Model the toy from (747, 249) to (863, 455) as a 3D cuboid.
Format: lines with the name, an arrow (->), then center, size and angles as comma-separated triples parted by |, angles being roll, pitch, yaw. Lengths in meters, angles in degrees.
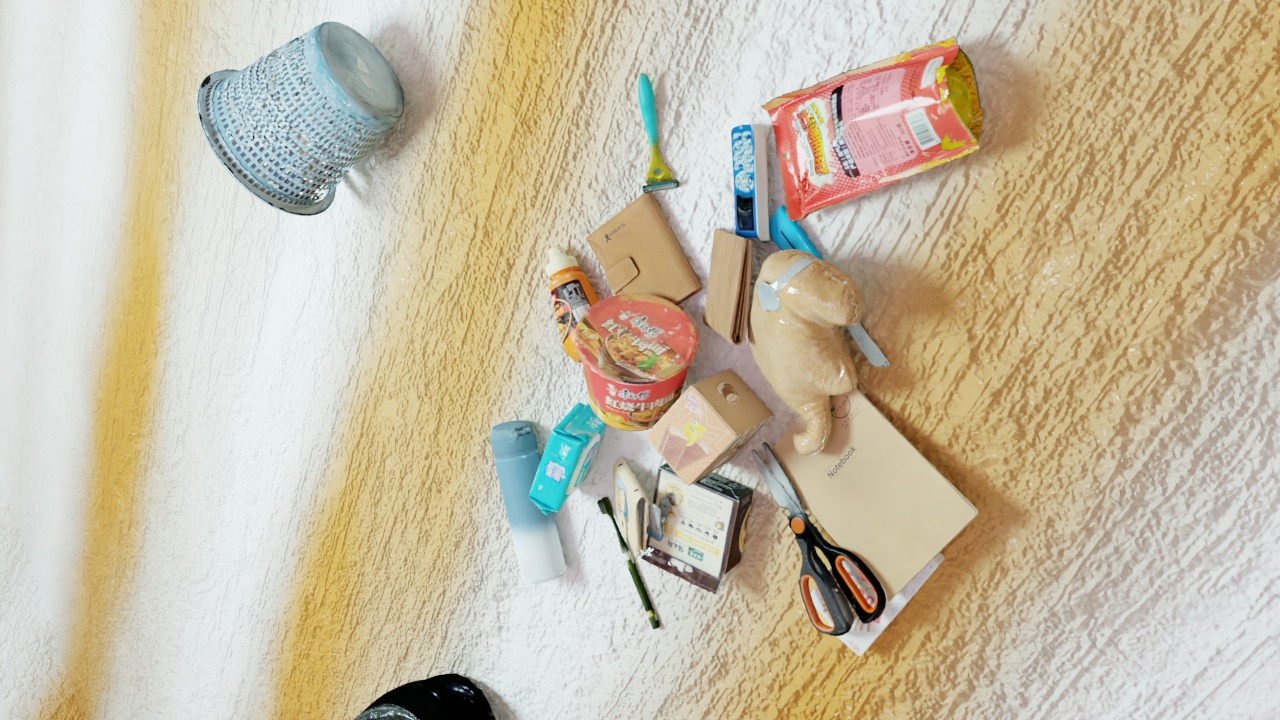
toy -> 0.169, -0.009, 0.968 | 0.143, 0.082, 0.226 | 41, 144, 47

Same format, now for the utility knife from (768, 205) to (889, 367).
utility knife -> 0.199, -0.075, 0.973 | 0.034, 0.018, 0.203 | -40, 80, 34

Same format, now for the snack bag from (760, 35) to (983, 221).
snack bag -> 0.220, -0.225, 0.897 | 0.208, 0.073, 0.128 | -14, 90, 41

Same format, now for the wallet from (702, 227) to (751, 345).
wallet -> 0.095, -0.083, 1.005 | 0.101, 0.020, 0.115 | -132, 45, -69

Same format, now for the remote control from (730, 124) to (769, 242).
remote control -> 0.119, -0.189, 0.985 | 0.049, 0.024, 0.125 | -158, 63, -65

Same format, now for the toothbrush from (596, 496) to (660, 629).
toothbrush -> -0.016, 0.267, 1.209 | 0.017, 0.012, 0.186 | -24, 88, 42

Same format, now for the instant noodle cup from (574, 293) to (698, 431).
instant noodle cup -> -0.006, 0.006, 1.057 | 0.138, 0.137, 0.109 | 32, 145, 24

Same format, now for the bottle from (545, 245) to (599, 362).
bottle -> -0.082, -0.074, 1.140 | 0.067, 0.066, 0.149 | -28, 78, 36

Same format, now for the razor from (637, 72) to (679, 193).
razor -> 0.013, -0.260, 1.045 | 0.043, 0.028, 0.132 | -9, 100, 6

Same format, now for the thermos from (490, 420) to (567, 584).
thermos -> -0.155, 0.191, 1.253 | 0.070, 0.070, 0.220 | -9, 96, 35

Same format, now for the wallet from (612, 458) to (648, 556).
wallet -> -0.012, 0.184, 1.141 | 0.115, 0.024, 0.087 | -133, 44, -65

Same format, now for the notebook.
notebook -> 0.238, 0.132, 0.981 | 0.207, 0.008, 0.148 | 50, 124, 27

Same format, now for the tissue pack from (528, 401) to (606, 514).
tissue pack -> -0.092, 0.126, 1.174 | 0.050, 0.093, 0.134 | 27, 117, 9

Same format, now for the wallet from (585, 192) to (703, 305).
wallet -> 0.003, -0.117, 1.088 | 0.108, 0.031, 0.131 | -31, 83, 34

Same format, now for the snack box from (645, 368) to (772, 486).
snack box -> 0.079, 0.075, 1.046 | 0.077, 0.092, 0.095 | 49, 124, 15

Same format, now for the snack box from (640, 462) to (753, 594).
snack box -> 0.067, 0.198, 1.110 | 0.113, 0.053, 0.126 | 20, 113, 30

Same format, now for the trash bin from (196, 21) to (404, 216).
trash bin -> -0.436, -0.338, 1.235 | 0.195, 0.226, 0.226 | -27, 86, 23

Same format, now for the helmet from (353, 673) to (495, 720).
helmet -> -0.315, 0.610, 1.369 | 0.234, 0.229, 0.275 | -3, 108, 28

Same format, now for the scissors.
scissors -> 0.196, 0.188, 1.013 | 0.161, 0.021, 0.234 | -11, 88, 45

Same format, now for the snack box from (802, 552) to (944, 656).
snack box -> 0.254, 0.245, 1.012 | 0.085, 0.026, 0.157 | 40, 120, 20

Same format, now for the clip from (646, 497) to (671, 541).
clip -> 0.020, 0.192, 1.102 | 0.024, 0.026, 0.056 | 31, 122, 31
